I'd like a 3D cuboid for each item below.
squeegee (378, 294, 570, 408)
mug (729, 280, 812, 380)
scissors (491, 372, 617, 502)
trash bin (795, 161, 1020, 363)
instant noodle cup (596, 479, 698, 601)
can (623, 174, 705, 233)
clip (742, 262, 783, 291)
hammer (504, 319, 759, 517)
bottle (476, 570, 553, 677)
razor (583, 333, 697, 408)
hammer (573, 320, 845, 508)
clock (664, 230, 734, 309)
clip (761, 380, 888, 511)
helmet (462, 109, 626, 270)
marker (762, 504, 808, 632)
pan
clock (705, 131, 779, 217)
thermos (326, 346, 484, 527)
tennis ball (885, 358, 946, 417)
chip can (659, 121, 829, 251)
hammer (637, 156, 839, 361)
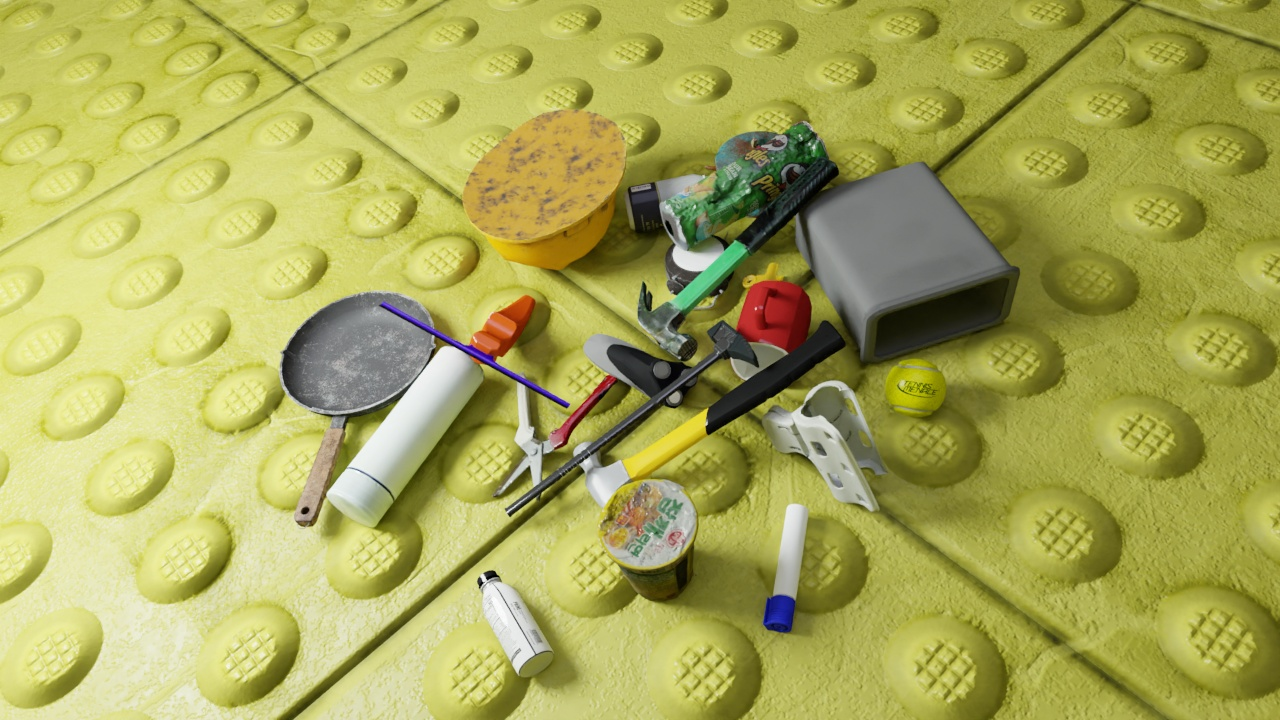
[{"bbox_3d":[-0.174,-0.036,1.144,0.249,0.055,0.184,29,33,2],"label":"squeegee"},{"bbox_3d":[0.152,-0.042,1.077,0.080,0.116,0.096,6,53,20],"label":"mug"},{"bbox_3d":[-0.117,0.074,1.084,0.199,0.015,0.179,-43,46,-10],"label":"scissors"},{"bbox_3d":[0.317,-0.126,1.131,0.191,0.098,0.219,-17,50,-4],"label":"trash bin"},{"bbox_3d":[0.014,0.187,0.922,0.102,0.108,0.102,-5,51,6],"label":"instant noodle cup"},{"bbox_3d":[0.044,-0.219,1.270,0.127,0.064,0.064,-11,51,1],"label":"can"},{"bbox_3d":[0.158,-0.101,1.182,0.048,0.046,0.054,23,57,-4],"label":"clip"},{"bbox_3d":[-0.014,0.073,1.010,0.325,0.015,0.095,-37,34,-3],"label":"hammer"},{"bbox_3d":[-0.132,0.262,0.931,0.041,0.041,0.116,-30,53,-15],"label":"bottle"},{"bbox_3d":[-0.007,0.006,1.108,0.156,0.060,0.057,22,68,41],"label":"razor"},{"bbox_3d":[0.080,0.062,1.000,0.324,0.029,0.127,-34,51,6],"label":"hammer"},{"bbox_3d":[0.077,-0.125,1.203,0.091,0.044,0.122,-1,52,9],"label":"clock"},{"bbox_3d":[0.203,0.080,0.977,0.110,0.127,0.150,-33,30,-7],"label":"clip"},{"bbox_3d":[-0.118,-0.209,1.246,0.205,0.131,0.254,13,54,18],"label":"helmet"},{"bbox_3d":[0.150,0.210,0.937,0.027,0.023,0.132,-8,47,31],"label":"marker"},{"bbox_3d":[-0.365,0.055,1.138,0.208,0.040,0.356,-2,53,8],"label":"pan"},{"bbox_3d":[0.181,-0.270,1.283,0.157,0.073,0.121,-18,51,-6],"label":"clock"},{"bbox_3d":[-0.272,0.086,1.079,0.068,0.068,0.229,18,56,22],"label":"thermos"},{"bbox_3d":[0.308,0.031,1.026,0.065,0.065,0.065,-5,51,6],"label":"tennis ball"},{"bbox_3d":[0.131,-0.224,1.183,0.223,0.075,0.075,-31,53,-7],"label":"chip can"},{"bbox_3d":[0.124,-0.138,1.132,0.318,0.032,0.130,-43,44,-8],"label":"hammer"}]
